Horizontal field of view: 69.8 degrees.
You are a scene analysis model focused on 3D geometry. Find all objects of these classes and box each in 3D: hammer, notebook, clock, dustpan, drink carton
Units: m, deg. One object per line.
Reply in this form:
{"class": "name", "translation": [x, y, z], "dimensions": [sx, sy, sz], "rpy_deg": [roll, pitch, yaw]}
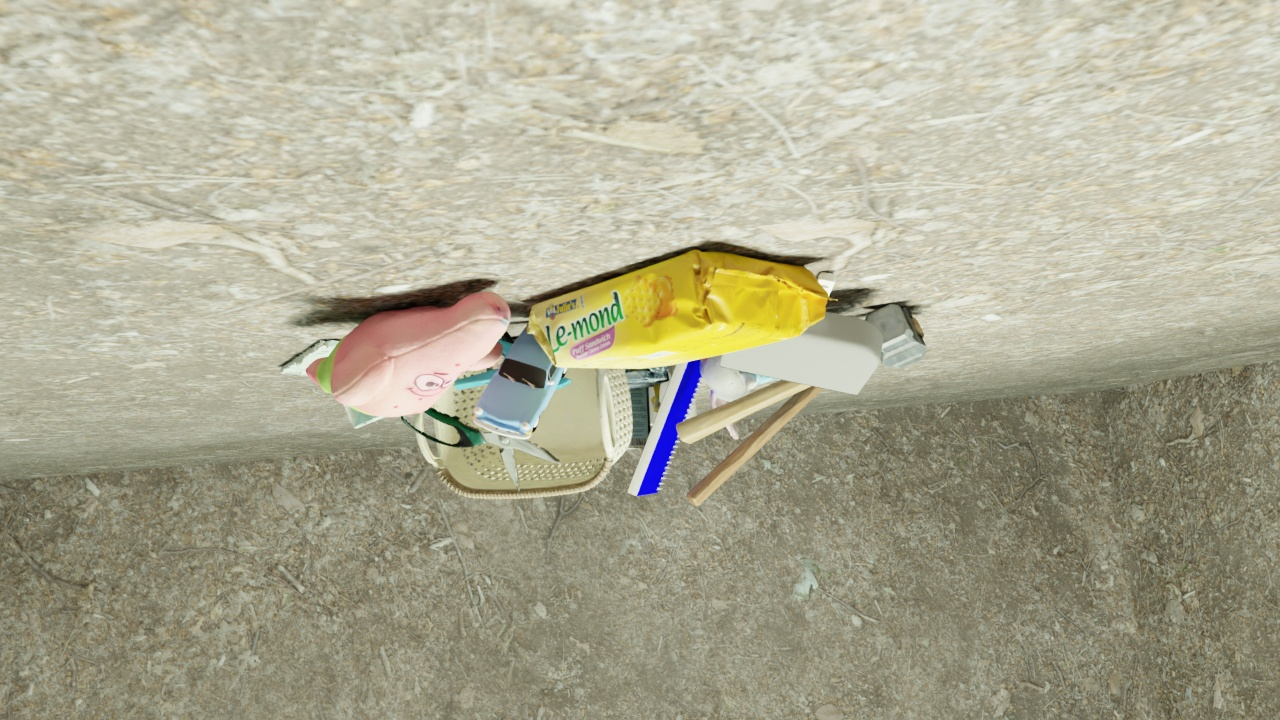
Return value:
{"class": "hammer", "translation": [0.185, 0.074, 1.201], "dimensions": [0.328, 0.052, 0.098], "rpy_deg": [-41, -179, -13]}
{"class": "hammer", "translation": [0.191, 0.028, 1.129], "dimensions": [0.323, 0.051, 0.117], "rpy_deg": [-26, 157, 19]}
{"class": "notebook", "translation": [0.042, 0.084, 1.261], "dimensions": [0.022, 0.209, 0.171], "rpy_deg": [21, 178, 12]}
{"class": "clock", "translation": [-0.007, 0.007, 1.191], "dimensions": [0.090, 0.052, 0.129], "rpy_deg": [-4, 173, -5]}
{"class": "dustpan", "translation": [0.172, -0.028, 0.956], "dimensions": [0.163, 0.033, 0.258], "rpy_deg": [12, 164, 5]}
{"class": "drink carton", "translation": [-0.013, 0.059, 1.286], "dimensions": [0.040, 0.130, 0.064], "rpy_deg": [-1, 173, -14]}

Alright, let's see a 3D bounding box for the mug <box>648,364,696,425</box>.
{"class": "mug", "translation": [0.050, 0.052, 1.430], "dimensions": [0.073, 0.089, 0.105], "rpy_deg": [-4, 173, -9]}

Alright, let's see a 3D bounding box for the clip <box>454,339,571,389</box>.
{"class": "clip", "translation": [-0.131, 0.017, 0.946], "dimensions": [0.126, 0.113, 0.028], "rpy_deg": [-5, 173, -6]}

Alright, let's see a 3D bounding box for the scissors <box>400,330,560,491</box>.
{"class": "scissors", "translation": [-0.172, 0.047, 1.014], "dimensions": [0.202, 0.204, 0.015], "rpy_deg": [21, -152, 10]}

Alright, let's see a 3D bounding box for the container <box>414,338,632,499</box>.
{"class": "container", "translation": [-0.127, 0.064, 1.097], "dimensions": [0.247, 0.184, 0.142], "rpy_deg": [-5, -177, 21]}

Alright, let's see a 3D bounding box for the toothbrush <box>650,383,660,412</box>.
{"class": "toothbrush", "translation": [0.023, 0.028, 1.261], "dimensions": [0.021, 0.016, 0.135], "rpy_deg": [-19, -151, 14]}

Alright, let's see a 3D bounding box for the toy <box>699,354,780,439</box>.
{"class": "toy", "translation": [0.133, 0.014, 1.220], "dimensions": [0.105, 0.130, 0.206], "rpy_deg": [17, 155, -12]}

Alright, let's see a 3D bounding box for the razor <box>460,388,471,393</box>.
{"class": "razor", "translation": [-0.256, 0.025, 1.291], "dimensions": [0.042, 0.022, 0.144], "rpy_deg": [-41, 172, -9]}

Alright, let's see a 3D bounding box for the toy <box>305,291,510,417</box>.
{"class": "toy", "translation": [-0.196, -0.006, 0.825], "dimensions": [0.237, 0.097, 0.191], "rpy_deg": [-20, 178, 39]}

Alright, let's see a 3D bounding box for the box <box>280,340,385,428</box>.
{"class": "box", "translation": [-0.335, 0.026, 1.055], "dimensions": [0.125, 0.075, 0.198], "rpy_deg": [21, 159, -28]}

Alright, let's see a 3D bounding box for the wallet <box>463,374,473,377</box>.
{"class": "wallet", "translation": [-0.180, 0.024, 1.277], "dimensions": [0.120, 0.031, 0.099], "rpy_deg": [4, 174, 7]}

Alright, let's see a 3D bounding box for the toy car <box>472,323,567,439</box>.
{"class": "toy car", "translation": [-0.106, 0.012, 0.869], "dimensions": [0.056, 0.055, 0.153], "rpy_deg": [17, -140, 6]}

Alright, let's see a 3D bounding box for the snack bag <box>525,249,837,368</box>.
{"class": "snack bag", "translation": [0.030, -0.037, 0.817], "dimensions": [0.159, 0.068, 0.248], "rpy_deg": [4, 168, -44]}
